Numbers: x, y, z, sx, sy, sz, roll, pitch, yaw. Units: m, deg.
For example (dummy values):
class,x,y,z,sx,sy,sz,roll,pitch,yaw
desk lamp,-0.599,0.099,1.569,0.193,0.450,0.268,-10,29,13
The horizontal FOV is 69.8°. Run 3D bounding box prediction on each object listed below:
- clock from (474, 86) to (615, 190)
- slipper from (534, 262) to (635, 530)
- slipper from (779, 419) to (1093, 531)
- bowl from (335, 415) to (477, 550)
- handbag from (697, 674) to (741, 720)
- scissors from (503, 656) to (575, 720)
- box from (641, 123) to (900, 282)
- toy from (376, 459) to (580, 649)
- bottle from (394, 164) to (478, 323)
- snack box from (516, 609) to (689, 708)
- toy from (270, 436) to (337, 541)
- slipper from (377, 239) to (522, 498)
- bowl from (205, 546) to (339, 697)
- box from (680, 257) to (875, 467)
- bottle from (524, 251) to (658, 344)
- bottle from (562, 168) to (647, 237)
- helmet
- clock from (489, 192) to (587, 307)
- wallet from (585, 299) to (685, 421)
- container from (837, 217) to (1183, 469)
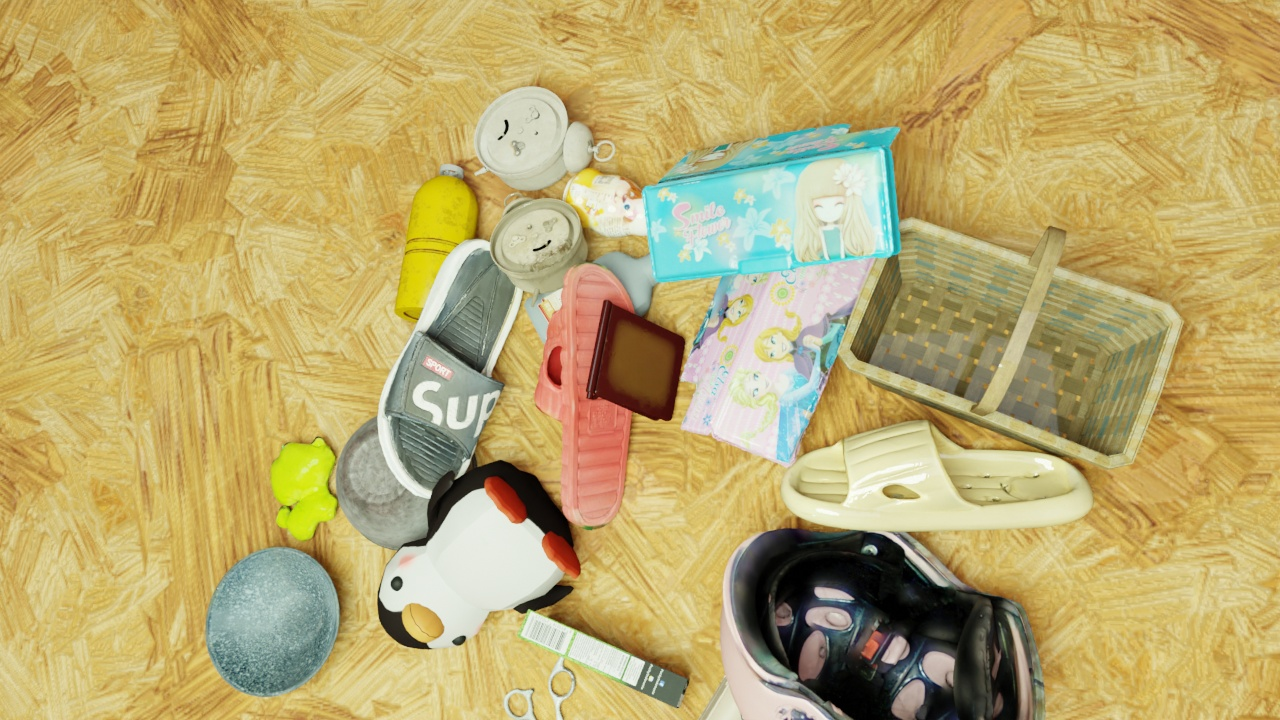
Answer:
class,x,y,z,sx,sy,sz,roll,pitch,yaw
clock,-0.097,-0.225,0.964,0.157,0.061,0.103,12,76,21
slipper,-0.055,0.032,0.864,0.059,0.103,0.249,5,98,38
slipper,0.253,0.089,0.789,0.261,0.111,0.079,1,115,7
bowl,-0.240,0.111,0.899,0.145,0.067,0.144,-3,75,10
handbag,0.117,0.391,0.778,0.198,0.062,0.175,32,84,8
scissors,-0.071,0.349,0.835,0.118,0.014,0.161,-39,70,-1
box,0.116,-0.157,0.826,0.228,0.085,0.170,-3,65,30
toy,-0.161,0.187,0.851,0.184,0.140,0.159,-40,105,8
bottle,-0.209,-0.123,0.952,0.071,0.071,0.163,3,76,11
snack box,-0.031,0.264,0.809,0.147,0.080,0.025,20,72,12
toy,-0.341,0.128,0.931,0.094,0.036,0.093,-43,78,4
slipper,-0.171,0.000,0.876,0.063,0.111,0.263,-14,51,45
bowl,-0.342,0.251,0.887,0.137,0.057,0.137,-3,75,10
box,0.113,-0.031,0.850,0.161,0.062,0.230,16,78,35
bottle,-0.031,-0.067,0.917,0.161,0.046,0.072,-30,73,2
bottle,-0.022,-0.154,0.927,0.109,0.063,0.063,20,80,18
helmet,0.174,0.247,0.729,0.255,0.229,0.153,22,125,8
clock,-0.105,-0.121,0.919,0.093,0.054,0.140,-30,54,-3
wallet,-0.005,0.005,0.862,0.018,0.115,0.091,0,74,41
container,0.306,-0.018,0.770,0.250,0.186,0.157,22,81,15
